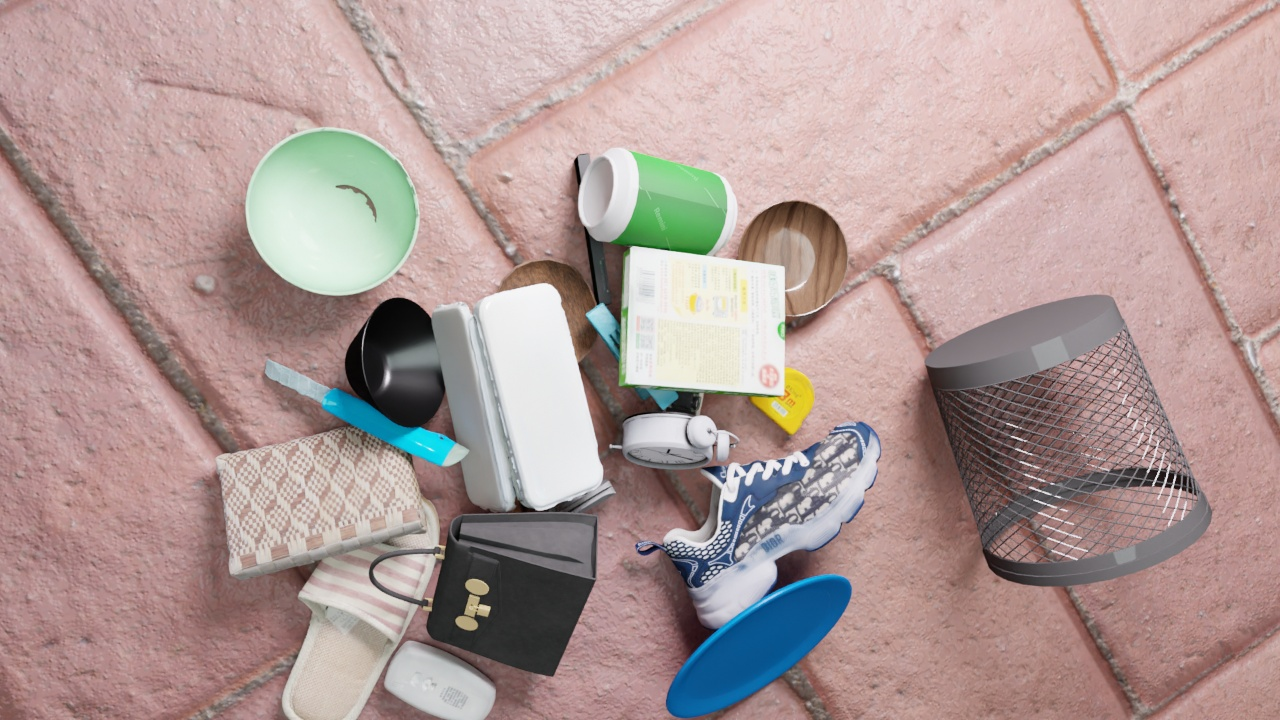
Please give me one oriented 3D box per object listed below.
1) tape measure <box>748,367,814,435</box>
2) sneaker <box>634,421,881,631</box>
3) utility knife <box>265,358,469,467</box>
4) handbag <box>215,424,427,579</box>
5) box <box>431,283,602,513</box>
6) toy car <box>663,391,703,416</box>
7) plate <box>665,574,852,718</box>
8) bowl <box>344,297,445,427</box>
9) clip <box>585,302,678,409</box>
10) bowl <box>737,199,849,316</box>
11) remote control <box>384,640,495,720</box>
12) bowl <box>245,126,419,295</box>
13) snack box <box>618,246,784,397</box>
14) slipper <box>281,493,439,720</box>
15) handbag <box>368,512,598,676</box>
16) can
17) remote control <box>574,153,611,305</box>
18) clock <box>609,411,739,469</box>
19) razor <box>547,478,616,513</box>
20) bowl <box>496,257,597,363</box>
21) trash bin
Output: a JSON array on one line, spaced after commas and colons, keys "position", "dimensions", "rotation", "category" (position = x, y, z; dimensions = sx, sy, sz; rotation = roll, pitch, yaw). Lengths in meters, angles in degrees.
[{"position": [0.152, 0.036, 0.973], "dimensions": [0.068, 0.030, 0.059], "rotation": [40, 88, -14], "category": "tape measure"}, {"position": [0.125, 0.144, 0.952], "dimensions": [0.269, 0.103, 0.132], "rotation": [-44, 95, 1], "category": "sneaker"}, {"position": [-0.268, 0.050, 0.882], "dimensions": [0.220, 0.015, 0.031], "rotation": [26, 62, 5], "category": "utility knife"}, {"position": [-0.304, 0.128, 0.880], "dimensions": [0.185, 0.047, 0.124], "rotation": [-14, 66, -7], "category": "handbag"}, {"position": [-0.120, 0.034, 0.892], "dimensions": [0.104, 0.129, 0.210], "rotation": [-15, 99, -37], "category": "box"}, {"position": [0.051, 0.012, 0.950], "dimensions": [0.039, 0.039, 0.113], "rotation": [11, 93, 15], "category": "toy car"}, {"position": [0.118, 0.286, 0.936], "dimensions": [0.224, 0.024, 0.225], "rotation": [-23, 142, -19], "category": "plate"}, {"position": [-0.244, 0.005, 0.878], "dimensions": [0.053, 0.123, 0.124], "rotation": [-7, 98, 24], "category": "bowl"}, {"position": [-0.005, 0.006, 0.926], "dimensions": [0.033, 0.120, 0.122], "rotation": [-39, 69, -5], "category": "clip"}, {"position": [0.155, -0.106, 0.958], "dimensions": [0.119, 0.032, 0.119], "rotation": [-1, 96, -10], "category": "bowl"}, {"position": [-0.204, 0.334, 0.944], "dimensions": [0.114, 0.028, 0.060], "rotation": [28, 91, -11], "category": "remote control"}, {"position": [-0.281, -0.136, 0.857], "dimensions": [0.151, 0.077, 0.151], "rotation": [-1, 96, -10], "category": "bowl"}, {"position": [0.062, -0.035, 0.889], "dimensions": [0.168, 0.027, 0.132], "rotation": [5, 81, -21], "category": "snack box"}, {"position": [-0.283, 0.250, 0.911], "dimensions": [0.115, 0.052, 0.263], "rotation": [22, 92, -12], "category": "slipper"}, {"position": [-0.157, 0.212, 0.871], "dimensions": [0.195, 0.072, 0.176], "rotation": [12, 131, -11], "category": "handbag"}, {"position": [0.017, -0.149, 0.884], "dimensions": [0.139, 0.088, 0.088], "rotation": [7, 95, -32], "category": "can"}, {"position": [-0.047, -0.130, 0.919], "dimensions": [0.013, 0.034, 0.150], "rotation": [-9, 97, -9], "category": "remote control"}, {"position": [0.038, 0.081, 0.916], "dimensions": [0.123, 0.094, 0.035], "rotation": [-6, 67, 26], "category": "clock"}, {"position": [-0.092, 0.109, 0.937], "dimensions": [0.088, 0.047, 0.116], "rotation": [-30, 92, -5], "category": "razor"}, {"position": [-0.095, -0.046, 0.924], "dimensions": [0.102, 0.026, 0.114], "rotation": [-15, 98, -7], "category": "bowl"}, {"position": [0.422, 0.074, 0.935], "dimensions": [0.217, 0.218, 0.227], "rotation": [-24, 95, -7], "category": "trash bin"}]
